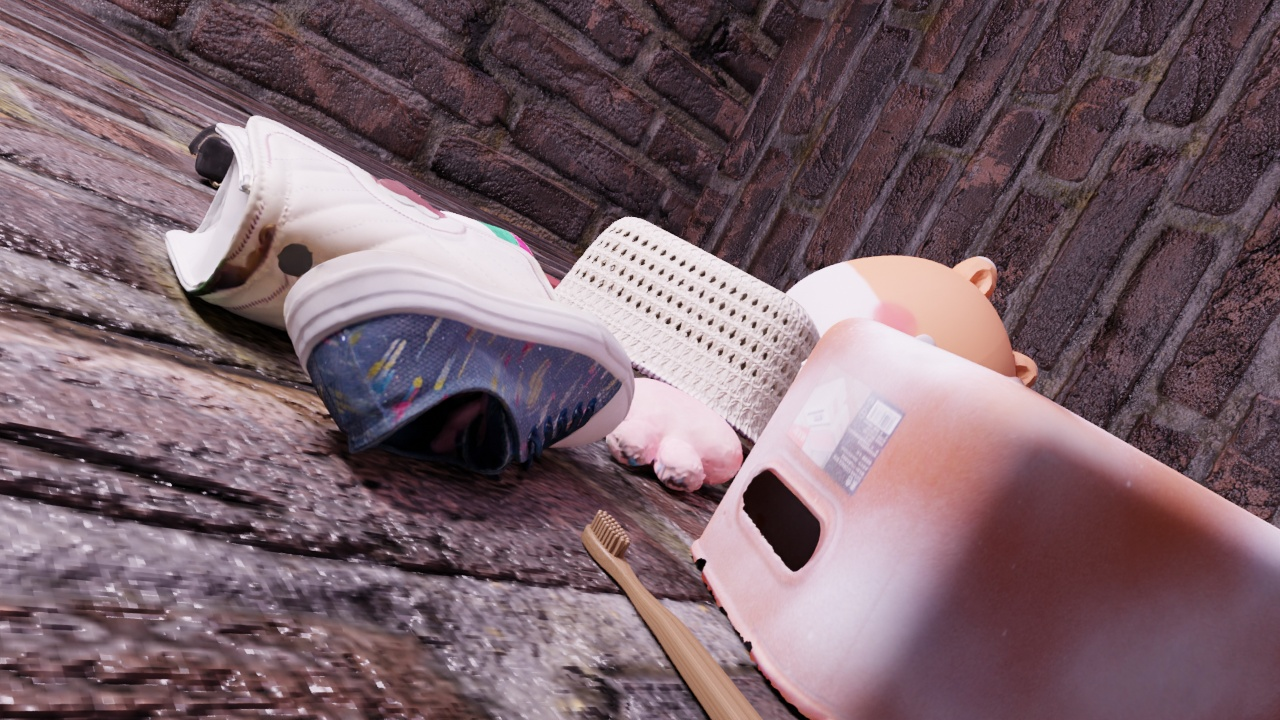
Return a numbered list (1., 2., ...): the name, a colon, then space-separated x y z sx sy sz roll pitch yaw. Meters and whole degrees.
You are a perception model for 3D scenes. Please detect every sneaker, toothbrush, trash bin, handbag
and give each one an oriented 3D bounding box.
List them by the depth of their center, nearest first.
1. toothbrush: 0.012 0.102 0.348 0.016 0.016 0.167 23 8 -31
2. sneaker: -0.063 0.019 0.442 0.235 0.088 0.079 26 37 -61
3. trash bin: 0.184 0.104 0.446 0.259 0.157 0.181 27 6 -15
4. handbag: -0.151 -0.053 0.526 0.198 0.096 0.142 25 7 -40
5. handbag: -0.342 -0.168 0.833 0.128 0.054 0.079 23 4 -27

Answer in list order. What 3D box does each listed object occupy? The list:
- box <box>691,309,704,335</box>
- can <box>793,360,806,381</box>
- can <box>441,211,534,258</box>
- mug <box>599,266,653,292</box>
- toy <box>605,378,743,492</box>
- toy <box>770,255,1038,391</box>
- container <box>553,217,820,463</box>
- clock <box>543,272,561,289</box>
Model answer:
1. box: 0.054 -0.052 1.138 0.084 0.165 0.094 41 2 41
2. can: 0.121 0.070 0.621 0.086 0.116 0.086 28 6 -4
3. can: -0.140 -0.067 0.721 0.088 0.088 0.165 29 6 5
4. mug: -0.030 -0.070 1.170 0.124 0.104 0.084 25 7 -33
5. toy: 0.018 0.054 0.631 0.108 0.053 0.105 30 21 5
6. toy: 0.271 0.012 0.990 0.265 0.281 0.263 -74 139 -79
7. container: 0.036 -0.011 0.789 0.252 0.143 0.185 31 -7 23
8. clock: -0.122 -0.080 1.101 0.096 0.048 0.137 25 7 -28
